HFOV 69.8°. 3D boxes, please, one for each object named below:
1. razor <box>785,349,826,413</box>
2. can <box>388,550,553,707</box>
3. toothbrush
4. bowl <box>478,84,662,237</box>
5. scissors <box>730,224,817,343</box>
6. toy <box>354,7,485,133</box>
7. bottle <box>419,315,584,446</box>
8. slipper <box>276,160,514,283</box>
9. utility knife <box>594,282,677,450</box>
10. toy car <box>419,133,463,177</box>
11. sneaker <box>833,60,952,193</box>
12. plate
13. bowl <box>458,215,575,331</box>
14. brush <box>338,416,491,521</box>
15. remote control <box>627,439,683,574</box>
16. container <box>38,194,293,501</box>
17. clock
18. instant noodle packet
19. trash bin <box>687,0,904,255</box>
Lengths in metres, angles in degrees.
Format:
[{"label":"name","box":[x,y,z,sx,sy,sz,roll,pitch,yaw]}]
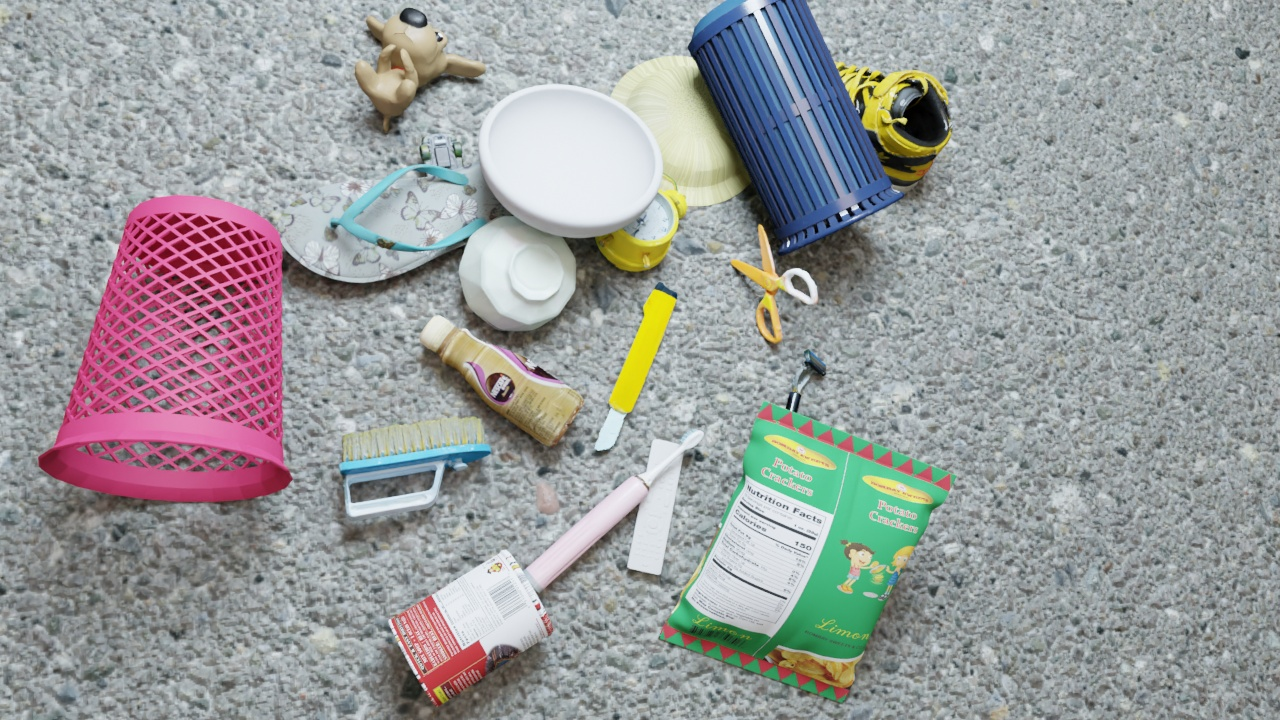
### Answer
[{"label":"razor","box":[0.157,0.060,0.955,0.042,0.022,0.144,35,70,-44]},{"label":"can","box":[-0.148,0.234,0.806,0.116,0.087,0.086,-30,83,-17]},{"label":"toothbrush","box":[-0.022,0.139,0.882,0.222,0.026,0.027,-40,118,-14]},{"label":"bowl","box":[-0.070,-0.182,0.890,0.176,0.066,0.176,7,58,-11]},{"label":"scissors","box":[0.139,-0.079,0.949,0.011,0.128,0.125,-17,98,-35]},{"label":"toy","box":[-0.238,-0.298,0.928,0.134,0.106,0.108,22,61,-2]},{"label":"bottle","box":[-0.136,0.015,0.881,0.166,0.060,0.059,34,71,-1]},{"label":"slipper","box":[-0.208,-0.139,0.886,0.268,0.055,0.098,-17,100,-19]},{"label":"utility knife","box":[-0.006,0.005,0.934,0.030,0.018,0.190,23,69,-1]},{"label":"toy car","box":[-0.199,-0.184,0.932,0.042,0.036,0.091,-12,89,-17]},{"label":"sneaker","box":[0.235,-0.288,1.009,0.238,0.122,0.085,38,70,-2]},{"label":"plate","box":[0.056,-0.262,1.008,0.184,0.036,0.184,3,75,-11]},{"label":"bowl","box":[-0.111,-0.085,0.892,0.117,0.061,0.117,-2,94,-27]},{"label":"brush","box":[-0.205,0.098,0.846,0.135,0.055,0.075,-9,73,-14]},{"label":"remote control","box":[0.015,0.144,0.904,0.033,0.012,0.130,14,73,-6]},{"label":"container","box":[-0.385,-0.012,0.785,0.183,0.184,0.225,2,67,-12]},{"label":"clock","box":[0.001,-0.150,0.957,0.083,0.057,0.118,25,63,-5]},{"label":"instant noodle packet","box":[0.155,0.186,0.863,0.195,0.090,0.253,21,102,-6]},{"label":"trash bin","box":[0.154,-0.250,0.946,0.139,0.139,0.249,-27,94,-18]}]
